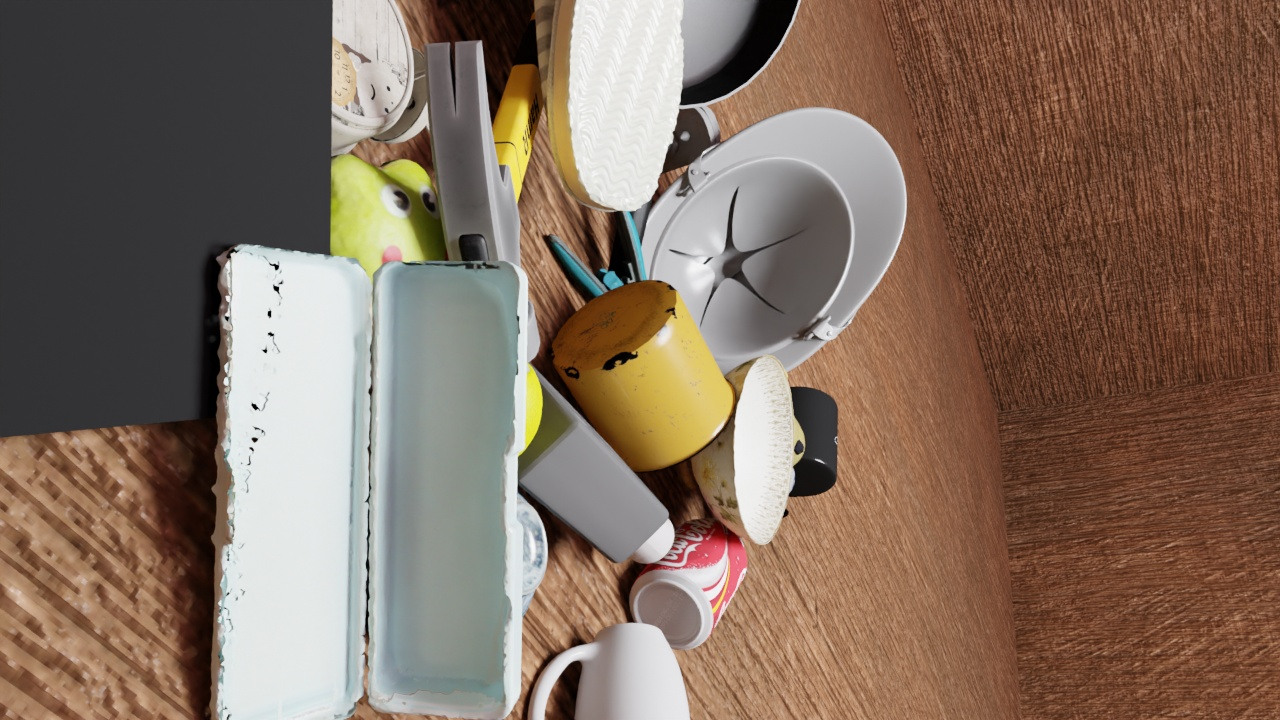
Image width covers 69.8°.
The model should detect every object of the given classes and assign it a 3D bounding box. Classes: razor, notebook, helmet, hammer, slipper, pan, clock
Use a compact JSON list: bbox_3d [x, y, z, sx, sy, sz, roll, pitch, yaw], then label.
[{"bbox_3d":[-0.004,-0.164,0.737,0.116,0.088,0.047,-34,109,-41],"label":"razor"},{"bbox_3d":[-0.175,-0.081,0.328,0.148,0.016,0.206,-4,97,-57],"label":"notebook"},{"bbox_3d":[0.092,-0.092,0.789,0.183,0.271,0.118,49,-6,-9],"label":"helmet"},{"bbox_3d":[-0.074,-0.158,0.561,0.323,0.034,0.170,-86,173,-49],"label":"hammer"},{"bbox_3d":[-0.016,-0.231,0.574,0.114,0.054,0.273,-1,98,-53],"label":"slipper"},{"bbox_3d":[0.012,-0.215,0.671,0.203,0.044,0.356,3,108,-33],"label":"pan"},{"bbox_3d":[-0.141,-0.145,0.445,0.156,0.061,0.103,18,65,-59],"label":"clock"}]

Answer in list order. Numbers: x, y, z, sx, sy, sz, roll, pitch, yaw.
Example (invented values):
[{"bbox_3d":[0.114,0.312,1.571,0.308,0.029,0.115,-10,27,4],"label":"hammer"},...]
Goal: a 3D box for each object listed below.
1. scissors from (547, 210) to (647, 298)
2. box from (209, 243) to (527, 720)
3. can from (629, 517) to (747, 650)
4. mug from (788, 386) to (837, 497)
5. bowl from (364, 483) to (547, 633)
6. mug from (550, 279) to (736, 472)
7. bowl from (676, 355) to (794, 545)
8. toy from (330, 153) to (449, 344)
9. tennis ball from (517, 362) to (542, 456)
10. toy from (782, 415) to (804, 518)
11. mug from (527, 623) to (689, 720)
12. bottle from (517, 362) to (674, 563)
[{"bbox_3d":[-0.015,-0.059,0.680,0.155,0.019,0.124,13,101,-35],"label":"scissors"},{"bbox_3d":[-0.107,0.054,0.378,0.126,0.074,0.197,0,91,-43],"label":"box"},{"bbox_3d":[0.038,0.162,0.681,0.104,0.064,0.064,-36,112,-62],"label":"can"},{"bbox_3d":[0.164,0.096,0.964,0.114,0.078,0.087,88,9,-52],"label":"mug"},{"bbox_3d":[-0.084,0.097,0.464,0.114,0.061,0.114,33,51,-54],"label":"bowl"},{"bbox_3d":[-0.004,0.004,0.637,0.094,0.100,0.124,59,-9,-31],"label":"mug"},{"bbox_3d":[0.069,0.067,0.706,0.145,0.063,0.145,-1,91,-64],"label":"bowl"},{"bbox_3d":[-0.122,-0.044,0.463,0.092,0.043,0.118,-24,103,-67],"label":"toy"},{"bbox_3d":[-0.080,0.021,0.443,0.065,0.065,0.065,35,49,-55],"label":"tennis ball"},{"bbox_3d":[0.098,0.071,0.820,0.112,0.096,0.175,48,49,-57],"label":"toy"},{"bbox_3d":[-0.020,0.207,0.557,0.107,0.071,0.089,20,48,-29],"label":"mug"},{"bbox_3d":[-0.031,0.073,0.554,0.084,0.046,0.174,43,-5,44],"label":"bottle"}]
